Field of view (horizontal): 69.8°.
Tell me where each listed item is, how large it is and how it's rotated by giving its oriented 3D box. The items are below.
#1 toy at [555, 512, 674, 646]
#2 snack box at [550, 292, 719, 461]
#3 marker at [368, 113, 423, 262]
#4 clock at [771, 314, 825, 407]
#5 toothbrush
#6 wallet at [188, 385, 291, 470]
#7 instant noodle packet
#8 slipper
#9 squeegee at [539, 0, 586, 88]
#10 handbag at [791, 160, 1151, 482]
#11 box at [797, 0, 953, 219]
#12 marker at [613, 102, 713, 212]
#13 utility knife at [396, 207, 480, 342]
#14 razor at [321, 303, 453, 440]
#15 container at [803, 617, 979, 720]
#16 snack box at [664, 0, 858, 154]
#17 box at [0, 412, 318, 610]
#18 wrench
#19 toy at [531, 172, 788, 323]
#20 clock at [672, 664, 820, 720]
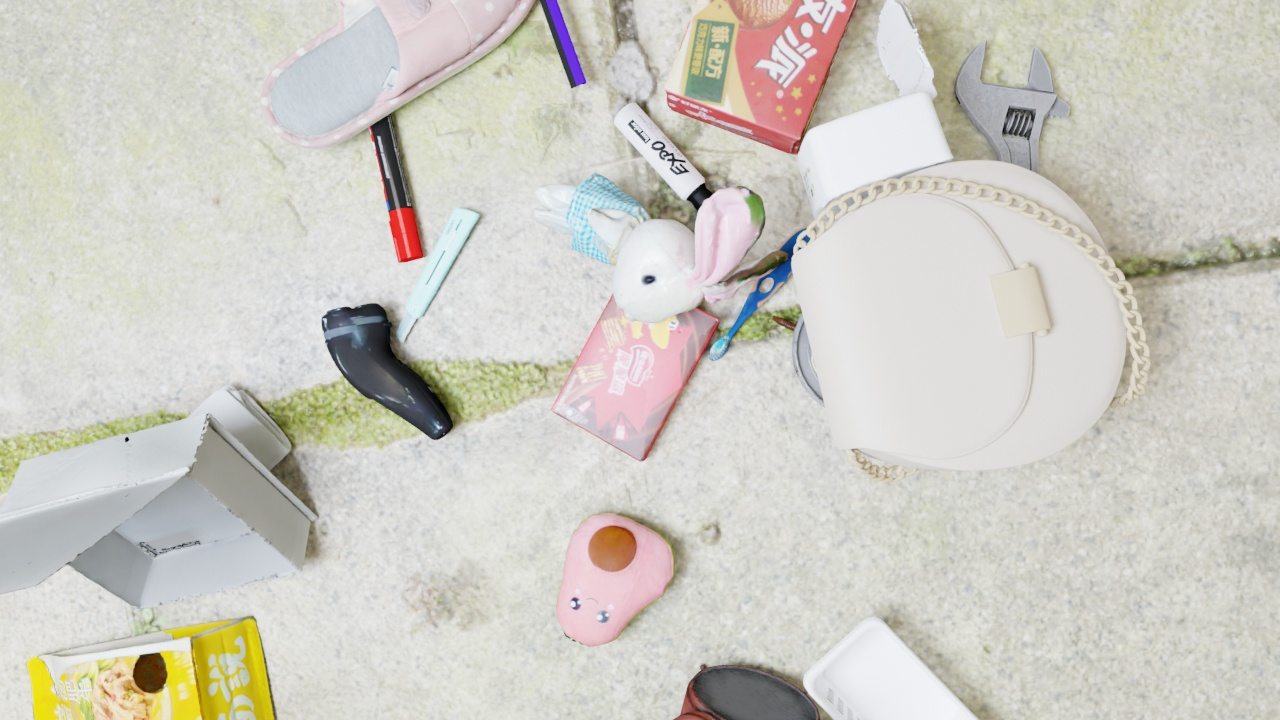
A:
[{"bbox_3d":[-0.025,0.181,0.747,0.090,0.051,0.110,24,95,8],"label":"toy"},{"bbox_3d":[-0.004,0.004,0.755,0.089,0.021,0.133,28,94,7],"label":"snack box"},{"bbox_3d":[-0.212,-0.157,0.781,0.024,0.021,0.145,-13,89,36],"label":"marker"},{"bbox_3d":[0.177,0.004,0.713,0.104,0.056,0.148,-34,86,3],"label":"clock"},{"bbox_3d":[0.097,-0.054,0.743,0.021,0.017,0.135,38,96,7],"label":"toothbrush"},{"bbox_3d":[-0.372,0.085,0.805,0.116,0.032,0.086,-39,97,5],"label":"wallet"},{"bbox_3d":[-0.441,0.326,0.800,0.222,0.084,0.163,-12,88,14],"label":"instant noodle packet"},{"bbox_3d":[-0.194,-0.274,0.746,0.274,0.054,0.114,-40,84,-1],"label":"slipper"},{"bbox_3d":[-0.010,-0.368,0.732,0.185,0.055,0.249,-20,89,-3],"label":"squeegee"},{"bbox_3d":[0.222,-0.027,0.651,0.208,0.103,0.210,-12,84,-3],"label":"handbag"},{"bbox_3d":[0.171,-0.192,0.684,0.124,0.108,0.136,-19,90,6],"label":"box"},{"bbox_3d":[0.028,-0.156,0.746,0.025,0.025,0.126,-42,86,6],"label":"marker"},{"bbox_3d":[-0.176,-0.073,0.782,0.022,0.015,0.129,31,98,5],"label":"utility knife"},{"bbox_3d":[-0.208,0.008,0.770,0.140,0.053,0.063,43,88,2],"label":"razor"},{"bbox_3d":[0.197,0.265,0.719,0.081,0.049,0.129,-45,85,6],"label":"container"},{"bbox_3d":[0.114,-0.292,0.713,0.113,0.060,0.236,22,94,6],"label":"snack box"},{"bbox_3d":[-0.392,0.125,0.638,0.167,0.368,0.150,-15,86,8],"label":"box"},{"bbox_3d":[0.293,-0.112,0.713,0.084,0.018,0.273,-3,91,8],"label":"wrench"},{"bbox_3d":[-0.005,-0.085,0.701,0.205,0.131,0.105,19,77,23],"label":"toy"},{"bbox_3d":[0.078,0.290,0.683,0.120,0.157,0.072,13,98,7],"label":"clock"}]
